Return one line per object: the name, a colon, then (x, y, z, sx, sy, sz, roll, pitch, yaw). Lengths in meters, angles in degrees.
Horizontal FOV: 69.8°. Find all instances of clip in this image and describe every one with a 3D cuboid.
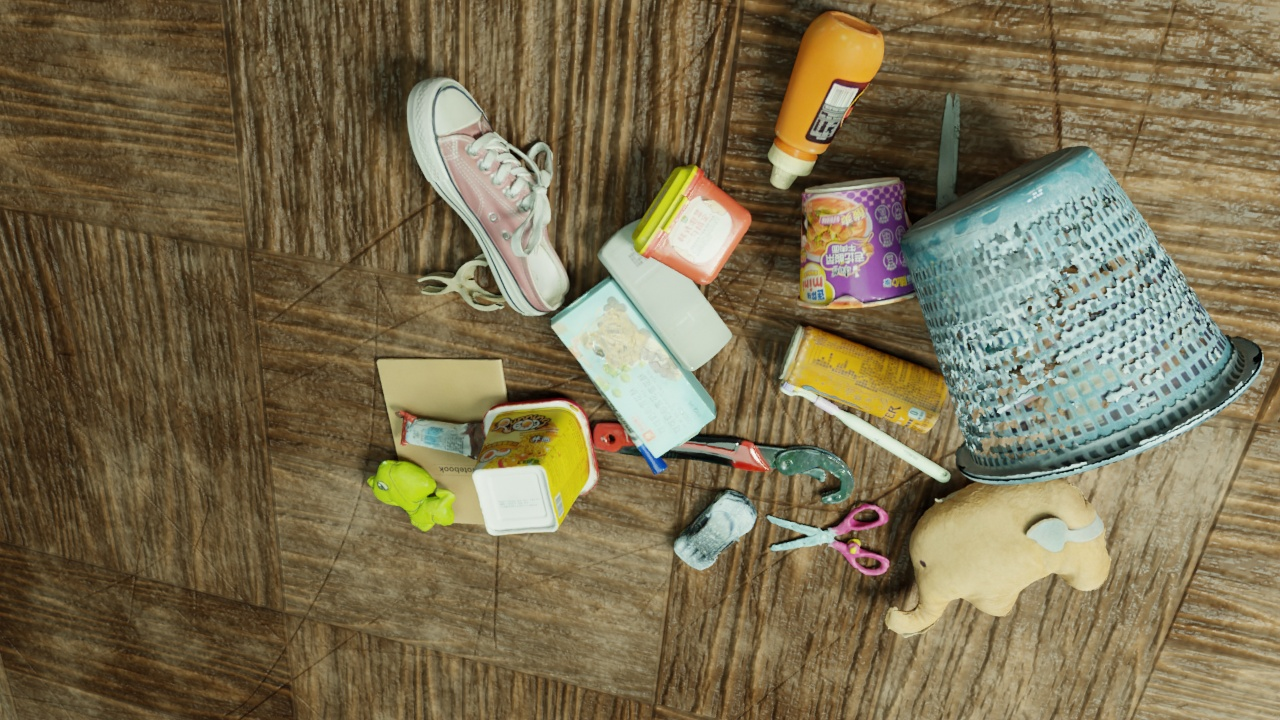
clip: (-0.173, -0.089, 0.921, 0.102, 0.034, 0.095, 24, 122, 12)

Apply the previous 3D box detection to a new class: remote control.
remote control: (0.023, -0.062, 0.872, 0.058, 0.021, 0.150, -40, 100, -14)

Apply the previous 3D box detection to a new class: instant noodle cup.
instant noodle cup: (-0.112, 0.112, 0.938, 0.116, 0.123, 0.116, -6, 112, 11)
instant noodle cup: (0.185, -0.102, 0.782, 0.112, 0.111, 0.099, -2, 104, 16)

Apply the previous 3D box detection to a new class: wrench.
wrench: (0.083, 0.098, 0.944, 0.273, 0.016, 0.056, 10, 111, 10)

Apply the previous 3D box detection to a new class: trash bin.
trash bin: (0.308, -0.045, 0.700, 0.227, 0.226, 0.195, -27, 94, 24)

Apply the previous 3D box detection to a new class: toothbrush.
toothbrush: (0.220, 0.067, 0.892, 0.189, 0.029, 0.020, 32, 159, -2)

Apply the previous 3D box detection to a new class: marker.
marker: (-0.019, 0.053, 0.939, 0.017, 0.016, 0.146, -33, 92, 25)

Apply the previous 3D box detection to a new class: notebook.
notebook: (-0.208, 0.093, 1.025, 0.148, 0.008, 0.208, 1, 113, 15)

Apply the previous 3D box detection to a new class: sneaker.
sneaker: (-0.120, -0.151, 0.839, 0.088, 0.118, 0.241, -9, 118, 37)

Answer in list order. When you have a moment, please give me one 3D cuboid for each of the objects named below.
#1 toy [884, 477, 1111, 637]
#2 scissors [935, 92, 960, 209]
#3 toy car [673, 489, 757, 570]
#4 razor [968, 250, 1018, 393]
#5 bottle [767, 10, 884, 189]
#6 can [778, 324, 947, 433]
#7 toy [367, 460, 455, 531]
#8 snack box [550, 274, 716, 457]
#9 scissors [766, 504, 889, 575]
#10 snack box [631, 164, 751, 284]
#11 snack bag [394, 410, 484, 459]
toy: (0.326, 0.187, 0.884, 0.227, 0.082, 0.143, -30, 91, 27)
scissors: (0.274, -0.138, 0.792, 0.133, 0.014, 0.176, 33, 115, 0)
toy car: (0.079, 0.182, 0.975, 0.049, 0.031, 0.106, 38, 116, -4)
razor: (0.314, -0.033, 0.815, 0.043, 0.028, 0.133, 9, 110, -2)
bottle: (0.146, -0.211, 0.768, 0.067, 0.066, 0.150, 25, 124, 3)
can: (0.206, 0.016, 0.851, 0.146, 0.058, 0.058, 20, 117, 6)
toy: (-0.257, 0.150, 1.041, 0.097, 0.031, 0.100, -16, 113, 21)
snack box: (-0.005, 0.005, 0.899, 0.074, 0.051, 0.175, -36, 100, 11)
scissors: (0.196, 0.176, 0.951, 0.135, 0.017, 0.108, 18, 118, 11)
snack box: (0.046, -0.118, 0.818, 0.080, 0.082, 0.091, 32, 97, -10)
snack bag: (-0.220, 0.081, 1.002, 0.105, 0.026, 0.045, 9, 106, 10)
